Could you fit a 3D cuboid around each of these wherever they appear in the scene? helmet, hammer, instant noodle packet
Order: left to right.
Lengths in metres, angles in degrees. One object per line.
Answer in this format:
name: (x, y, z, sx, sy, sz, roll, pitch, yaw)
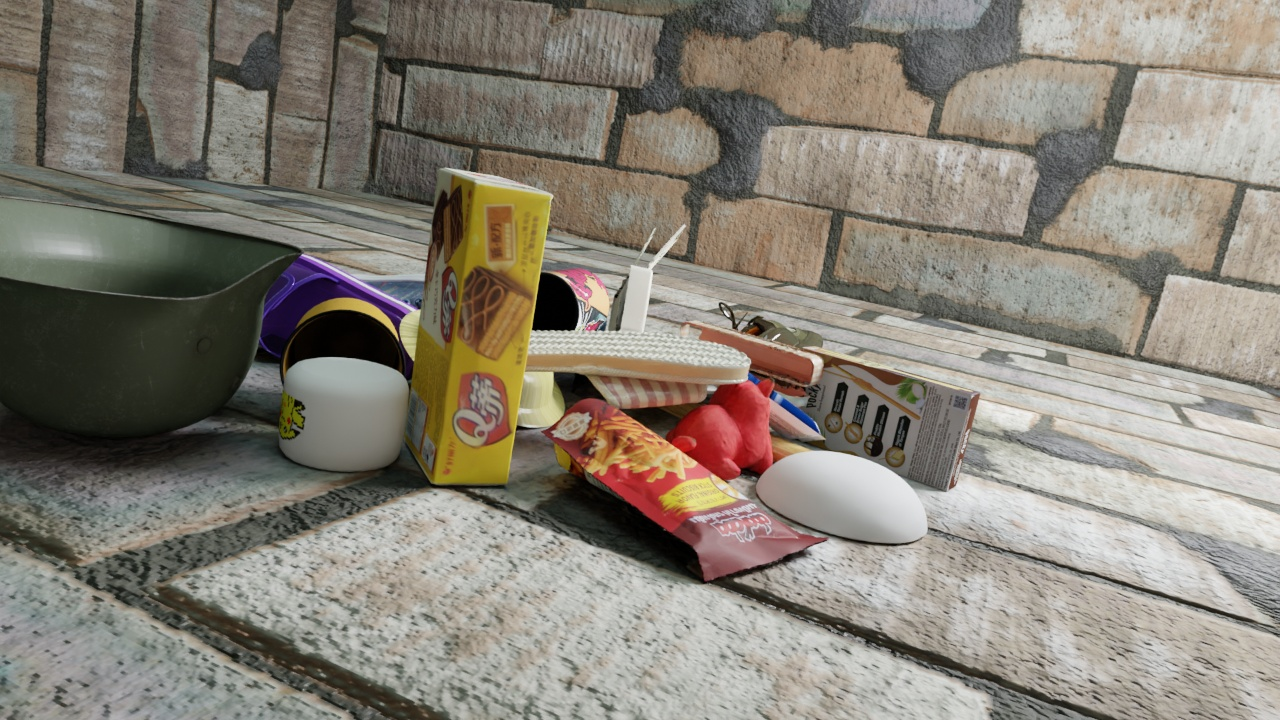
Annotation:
helmet: (-0.380, -0.024, 0.673, 0.227, 0.154, 0.267, 11, 7, -5)
hammer: (0.051, 0.054, 0.994, 0.132, 0.033, 0.331, 2, 15, -44)
instant noodle packet: (0.122, 0.043, 0.936, 0.134, 0.026, 0.087, 36, -8, 0)

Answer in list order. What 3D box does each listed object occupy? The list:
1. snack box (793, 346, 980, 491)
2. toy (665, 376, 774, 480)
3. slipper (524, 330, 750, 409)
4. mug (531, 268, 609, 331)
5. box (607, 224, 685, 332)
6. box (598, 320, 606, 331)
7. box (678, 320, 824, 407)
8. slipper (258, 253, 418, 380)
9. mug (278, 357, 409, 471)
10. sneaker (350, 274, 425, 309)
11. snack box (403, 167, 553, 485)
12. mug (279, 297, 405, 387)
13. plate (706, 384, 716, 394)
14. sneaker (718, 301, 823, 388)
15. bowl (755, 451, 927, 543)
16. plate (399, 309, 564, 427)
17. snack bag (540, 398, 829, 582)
snack box: (0.250, 0.057, 0.969, 0.186, 0.101, 0.031, 18, 14, 33)
toy: (0.068, 0.054, 0.842, 0.088, 0.094, 0.132, 23, 16, 35)
slipper: (-0.032, 0.009, 0.837, 0.263, 0.052, 0.115, 3, 16, -6)
mug: (-0.105, -0.069, 1.038, 0.118, 0.082, 0.098, 29, 16, 12)
box: (0.000, -0.099, 1.237, 0.058, 0.187, 0.144, 21, -14, -7)
box: (-0.138, -0.031, 1.133, 0.086, 0.073, 0.208, 14, 11, 38)
box: (0.110, -0.001, 1.018, 0.187, 0.056, 0.070, 19, 46, 36)
slipper: (-0.350, -0.045, 0.950, 0.267, 0.107, 0.083, 19, 14, 20)
mug: (-0.237, 0.037, 0.722, 0.094, 0.068, 0.116, 0, 16, -42)
sneaker: (-0.299, -0.062, 1.121, 0.236, 0.087, 0.079, 8, 18, 12)
snack box: (-0.131, -0.027, 0.717, 0.061, 0.230, 0.110, 4, 13, -27)
mug: (-0.255, 0.006, 0.818, 0.124, 0.100, 0.094, 50, -4, -20)
plate: (-0.006, 0.006, 1.049, 0.242, 0.016, 0.242, 11, 12, -3)
sneaker: (0.149, -0.007, 1.155, 0.143, 0.101, 0.237, 22, 8, 5)
bowl: (0.178, 0.109, 0.800, 0.149, 0.043, 0.149, 10, 11, -2)
plate: (-0.146, -0.008, 0.914, 0.184, 0.036, 0.184, 30, 20, -13)
snack bag: (0.025, 0.105, 0.714, 0.138, 0.067, 0.208, 6, 20, -47)
